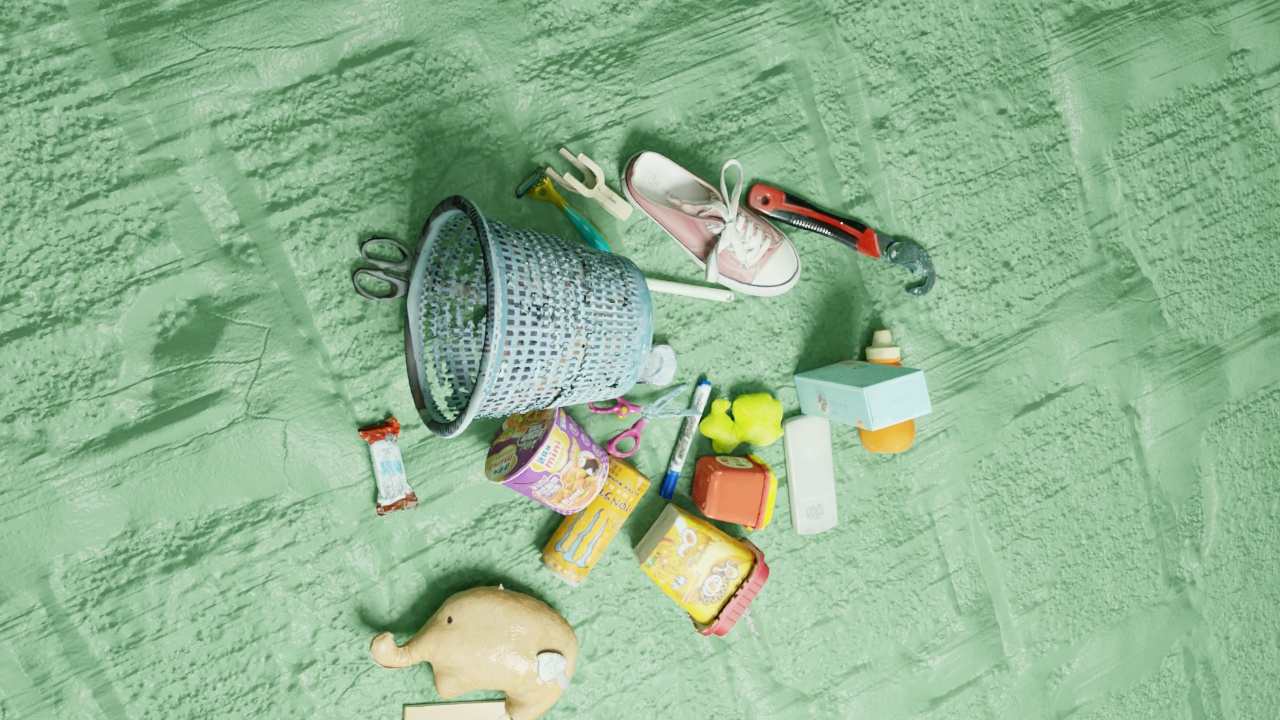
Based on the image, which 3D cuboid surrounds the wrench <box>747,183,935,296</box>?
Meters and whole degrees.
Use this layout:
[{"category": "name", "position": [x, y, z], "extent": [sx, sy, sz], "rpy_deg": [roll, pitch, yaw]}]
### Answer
[{"category": "wrench", "position": [0.245, -0.147, 1.092], "extent": [0.273, 0.016, 0.056], "rpy_deg": [22, 92, -20]}]

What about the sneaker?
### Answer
[{"category": "sneaker", "position": [0.087, -0.147, 1.005], "extent": [0.241, 0.088, 0.118], "rpy_deg": [34, 88, -18]}]

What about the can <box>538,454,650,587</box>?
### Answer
[{"category": "can", "position": [-0.051, 0.179, 1.034], "extent": [0.058, 0.058, 0.146], "rpy_deg": [35, 88, -19]}]

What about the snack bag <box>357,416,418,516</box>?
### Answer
[{"category": "snack bag", "position": [-0.267, 0.113, 0.974], "extent": [0.045, 0.026, 0.105], "rpy_deg": [-15, 104, -23]}]

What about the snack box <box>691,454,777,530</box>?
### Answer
[{"category": "snack box", "position": [0.106, 0.150, 1.063], "extent": [0.080, 0.091, 0.082], "rpy_deg": [7, 96, -12]}]

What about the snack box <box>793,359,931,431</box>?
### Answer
[{"category": "snack box", "position": [0.247, 0.036, 1.040], "extent": [0.074, 0.175, 0.051], "rpy_deg": [-16, 98, -15]}]

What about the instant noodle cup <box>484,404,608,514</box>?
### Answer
[{"category": "instant noodle cup", "position": [-0.095, 0.107, 0.987], "extent": [0.099, 0.111, 0.111], "rpy_deg": [39, 86, -27]}]

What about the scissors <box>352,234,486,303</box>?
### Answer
[{"category": "scissors", "position": [-0.216, -0.071, 0.968], "extent": [0.132, 0.014, 0.175], "rpy_deg": [-43, 111, -7]}]

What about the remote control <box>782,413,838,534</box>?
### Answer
[{"category": "remote control", "position": [0.208, 0.139, 1.126], "extent": [0.058, 0.021, 0.150], "rpy_deg": [-10, 102, -15]}]

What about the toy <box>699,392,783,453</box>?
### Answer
[{"category": "toy", "position": [0.123, 0.072, 1.082], "extent": [0.100, 0.031, 0.097], "rpy_deg": [-37, 119, -2]}]

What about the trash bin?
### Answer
[{"category": "trash bin", "position": [-0.104, -0.037, 0.906], "extent": [0.194, 0.227, 0.226], "rpy_deg": [3, 99, -32]}]

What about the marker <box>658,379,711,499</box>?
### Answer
[{"category": "marker", "position": [0.053, 0.092, 1.073], "extent": [0.017, 0.017, 0.146], "rpy_deg": [18, 94, -19]}]

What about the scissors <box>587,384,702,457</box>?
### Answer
[{"category": "scissors", "position": [0.008, 0.067, 1.034], "extent": [0.135, 0.017, 0.108], "rpy_deg": [2, 59, -14]}]

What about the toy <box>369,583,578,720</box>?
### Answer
[{"category": "toy", "position": [-0.177, 0.312, 1.008], "extent": [0.226, 0.082, 0.143], "rpy_deg": [24, 83, -17]}]

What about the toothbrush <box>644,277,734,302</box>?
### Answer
[{"category": "toothbrush", "position": [0.019, -0.085, 1.032], "extent": [0.189, 0.020, 0.029], "rpy_deg": [7, 101, -19]}]

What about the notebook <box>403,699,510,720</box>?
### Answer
[{"category": "notebook", "position": [-0.207, 0.495, 1.067], "extent": [0.147, 0.008, 0.208], "rpy_deg": [4, 98, -18]}]

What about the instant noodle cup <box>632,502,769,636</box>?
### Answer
[{"category": "instant noodle cup", "position": [0.065, 0.235, 1.058], "extent": [0.123, 0.116, 0.116], "rpy_deg": [37, 87, -8]}]

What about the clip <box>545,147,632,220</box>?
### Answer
[{"category": "clip", "position": [-0.050, -0.184, 0.970], "extent": [0.102, 0.095, 0.035], "rpy_deg": [36, 87, -8]}]

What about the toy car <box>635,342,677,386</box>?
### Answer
[{"category": "toy car", "position": [-0.006, 0.006, 1.033], "extent": [0.105, 0.031, 0.049], "rpy_deg": [-4, 101, -17]}]

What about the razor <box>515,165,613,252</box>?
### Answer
[{"category": "razor", "position": [-0.073, -0.151, 0.987], "extent": [0.043, 0.028, 0.132], "rpy_deg": [-37, 111, 29]}]

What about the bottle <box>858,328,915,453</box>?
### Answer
[{"category": "bottle", "position": [0.298, 0.036, 1.118], "extent": [0.066, 0.067, 0.149], "rpy_deg": [-4, 93, -16]}]
